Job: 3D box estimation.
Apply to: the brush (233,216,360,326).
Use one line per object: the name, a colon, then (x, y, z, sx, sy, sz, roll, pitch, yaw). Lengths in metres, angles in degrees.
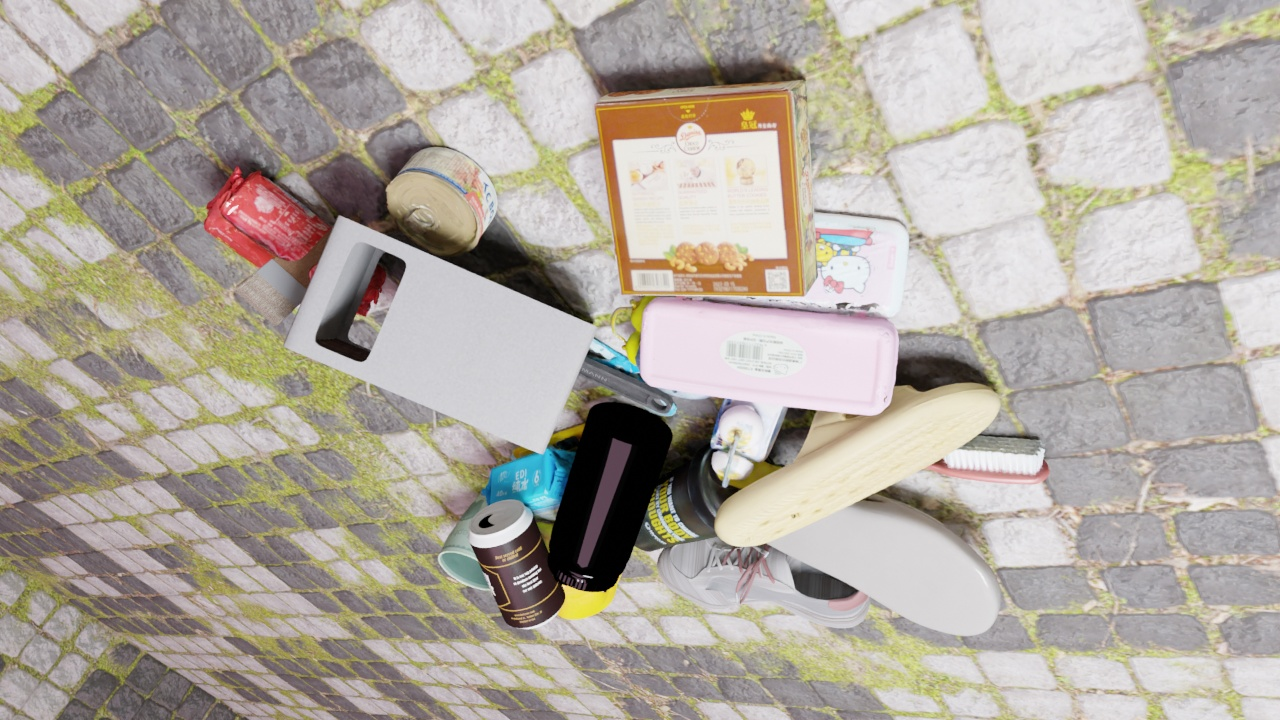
brush: (-0.292, -0.088, 0.813, 0.045, 0.142, 0.008, 45, 136, -11)

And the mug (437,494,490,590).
mug: (-0.204, 0.222, 1.151, 0.111, 0.103, 0.084, -15, 127, 37)

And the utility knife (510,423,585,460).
utility knife: (-0.096, 0.096, 1.027, 0.159, 0.017, 0.030, -21, 115, 45)

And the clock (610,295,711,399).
clock: (0.028, -0.014, 0.803, 0.119, 0.056, 0.083, 19, 142, 6)

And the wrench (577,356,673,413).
wrench: (-0.094, -0.011, 0.890, 0.273, 0.018, 0.073, 25, 140, 5)

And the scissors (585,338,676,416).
scissors: (-0.007, 0.003, 0.878, 0.140, 0.013, 0.118, 38, 141, -13)

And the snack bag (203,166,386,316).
snack bag: (-0.323, -0.104, 0.863, 0.176, 0.082, 0.083, 39, 139, -18)

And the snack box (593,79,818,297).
snack box: (0.048, -0.119, 0.652, 0.143, 0.041, 0.147, 3, 116, 23)

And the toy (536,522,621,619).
toy: (-0.088, 0.252, 1.101, 0.134, 0.087, 0.194, 7, 152, 3)

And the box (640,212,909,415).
box: (0.098, -0.041, 0.709, 0.201, 0.037, 0.153, 7, 107, 18)

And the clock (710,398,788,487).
clock: (0.092, 0.054, 0.796, 0.052, 0.125, 0.089, 22, 143, 13)

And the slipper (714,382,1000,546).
slipper: (0.170, 0.072, 0.781, 0.262, 0.079, 0.111, -32, 150, 15)

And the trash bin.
trash bin: (-0.166, -0.022, 0.799, 0.229, 0.114, 0.114, 23, -179, -5)

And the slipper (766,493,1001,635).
slipper: (0.230, 0.172, 0.911, 0.266, 0.080, 0.113, 18, 122, 30)

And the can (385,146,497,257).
can: (-0.168, -0.134, 0.777, 0.086, 0.043, 0.086, 14, 140, 12)

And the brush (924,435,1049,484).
brush: (0.268, 0.083, 0.813, 0.173, 0.040, 0.030, 1, 118, 29)

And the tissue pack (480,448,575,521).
tissue pack: (-0.099, 0.138, 1.021, 0.092, 0.061, 0.145, 21, 152, -39)

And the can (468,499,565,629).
can: (-0.131, 0.219, 0.980, 0.072, 0.071, 0.129, -4, 117, 30)

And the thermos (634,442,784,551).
thermos: (0.060, 0.142, 0.931, 0.098, 0.097, 0.221, 34, 148, -12)

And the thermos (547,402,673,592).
thermos: (-0.038, 0.149, 0.931, 0.086, 0.086, 0.199, 20, 112, 5)

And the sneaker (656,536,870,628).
sneaker: (0.135, 0.221, 0.988, 0.236, 0.099, 0.090, 9, 140, 8)
